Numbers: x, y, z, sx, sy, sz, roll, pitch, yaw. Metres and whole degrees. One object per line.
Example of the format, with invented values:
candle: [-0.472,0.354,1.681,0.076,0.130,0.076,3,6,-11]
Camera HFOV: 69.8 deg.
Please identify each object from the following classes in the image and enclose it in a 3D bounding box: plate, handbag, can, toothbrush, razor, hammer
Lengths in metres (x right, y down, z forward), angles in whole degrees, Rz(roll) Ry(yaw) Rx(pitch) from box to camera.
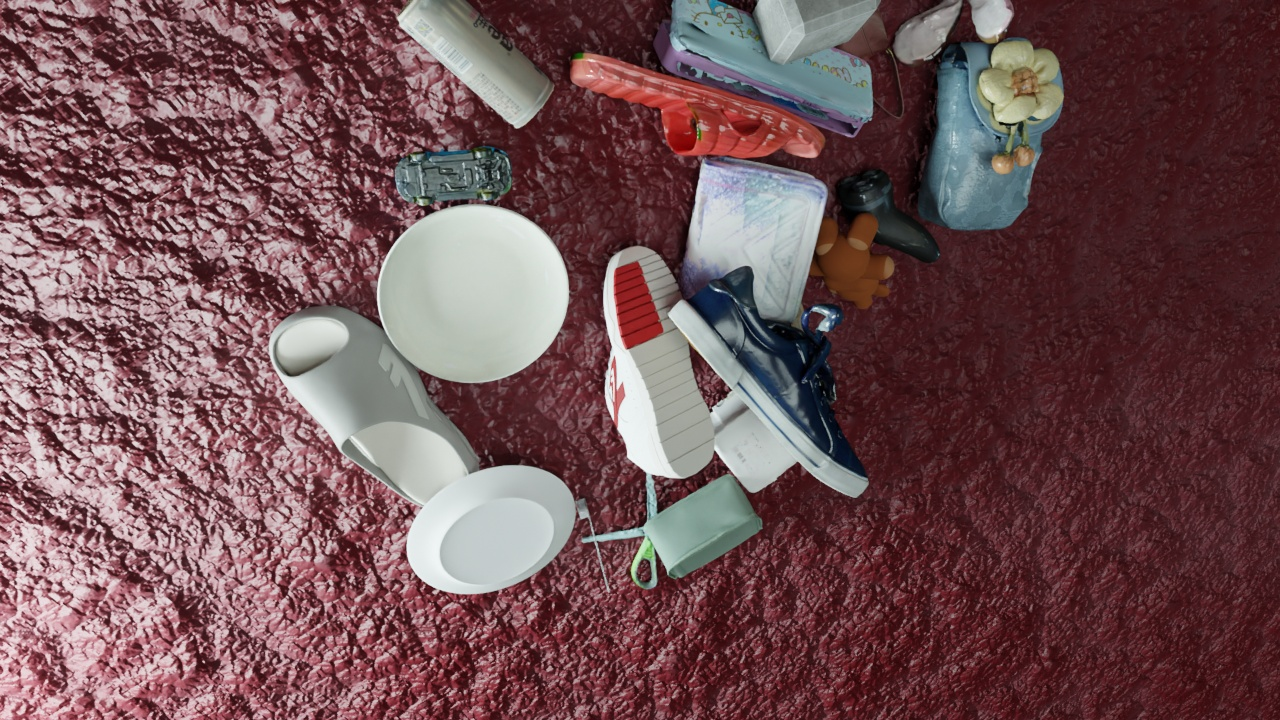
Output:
plate: [-0.158,0.194,1.005,0.188,0.016,0.189,-13,129,-17]
plate: [-0.162,-0.067,0.895,0.182,0.034,0.182,-6,116,-13]
handbag: [0.234,-0.289,0.913,0.055,0.029,0.119,-36,124,7]
can: [-0.142,-0.267,0.796,0.135,0.054,0.054,38,99,-27]
handbag: [0.070,0.190,1.040,0.122,0.067,0.106,-31,155,-1]
toothbrush: [-0.051,0.193,0.966,0.010,0.181,0.010,-20,113,-3]
razor: [0.269,-0.151,0.973,0.140,0.053,0.064,28,97,-28]
hammer: [0.143,-0.355,0.668,0.083,0.318,0.162,-22,91,-6]
handbag: [0.354,-0.224,0.925,0.121,0.118,0.192,1,108,-17]
handbag: [0.109,-0.121,0.934,0.126,0.069,0.159,9,112,-6]

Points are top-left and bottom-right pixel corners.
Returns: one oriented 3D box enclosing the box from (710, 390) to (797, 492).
box: [0.128,0.073,1.047,0.107,0.091,0.102,-38,113,-3]

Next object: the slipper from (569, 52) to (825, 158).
slipper: [0.049,-0.219,0.848,0.248,0.103,0.059,14,96,-14]

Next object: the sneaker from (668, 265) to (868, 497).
sneaker: [0.164,0.018,0.920,0.127,0.120,0.294,-40,114,4]

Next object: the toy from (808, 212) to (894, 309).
toy: [0.225,-0.099,0.967,0.127,0.095,0.065,44,58,-54]

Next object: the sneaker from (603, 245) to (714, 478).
sneaker: [-0.005,0.006,0.949,0.090,0.104,0.236,-24,101,-38]

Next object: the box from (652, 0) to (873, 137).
box: [0.118,-0.269,0.851,0.214,0.077,0.065,13,139,-21]

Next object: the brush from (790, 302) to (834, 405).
brush: [0.189,-0.003,1.040,0.039,0.012,0.151,-24,118,-4]

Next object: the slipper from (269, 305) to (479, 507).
slipper: [-0.254,0.064,0.904,0.113,0.080,0.266,-31,119,3]

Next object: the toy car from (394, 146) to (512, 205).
toy car: [-0.171,-0.172,0.844,0.105,0.032,0.048,-7,117,-7]

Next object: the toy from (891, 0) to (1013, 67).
toy: [0.269,-0.392,0.851,0.105,0.131,0.205,-47,114,-27]

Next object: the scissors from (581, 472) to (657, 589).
scissors: [0.015,0.199,1.086,0.172,0.021,0.172,-5,119,-9]
